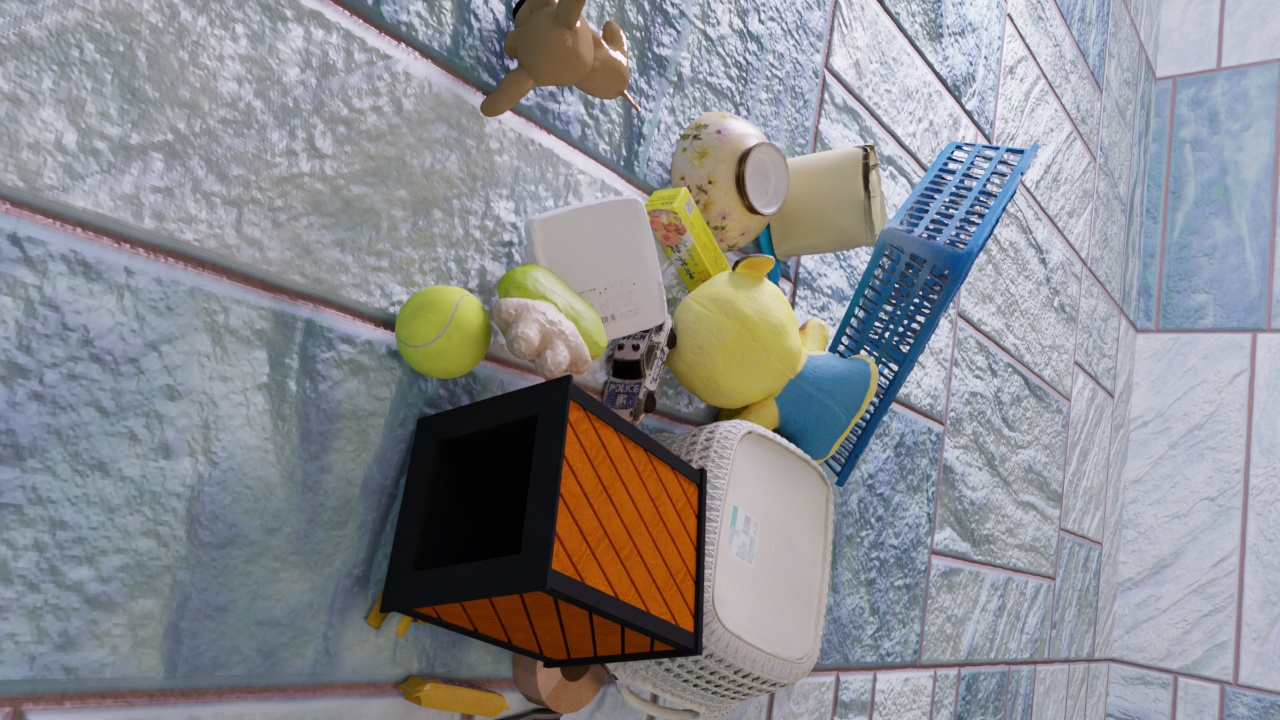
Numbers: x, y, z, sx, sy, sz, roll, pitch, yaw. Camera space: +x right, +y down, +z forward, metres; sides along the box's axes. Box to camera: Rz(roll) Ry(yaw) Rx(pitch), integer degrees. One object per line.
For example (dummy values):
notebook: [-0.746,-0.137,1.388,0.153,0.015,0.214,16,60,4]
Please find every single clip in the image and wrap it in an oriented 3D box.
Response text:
clip: [-0.160,0.170,0.645,0.046,0.048,0.054,33,62,-19]

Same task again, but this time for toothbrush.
toothbrush: [-0.119,0.282,0.709,0.167,0.013,0.013,19,84,-49]

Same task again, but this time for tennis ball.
tennis ball: [-0.136,-0.020,0.635,0.065,0.065,0.065,-2,93,-50]

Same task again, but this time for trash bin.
trash bin: [-0.058,0.124,0.649,0.171,0.140,0.139,38,46,-44]

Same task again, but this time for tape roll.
tape roll: [-0.062,0.242,0.764,0.093,0.027,0.094,-2,93,-50]

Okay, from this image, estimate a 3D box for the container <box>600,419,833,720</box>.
container: [0.068,0.171,0.792,0.184,0.144,0.250,30,53,-23]

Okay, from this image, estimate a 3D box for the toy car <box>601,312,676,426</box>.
toy car: [-0.005,0.005,0.809,0.040,0.049,0.112,38,63,-46]

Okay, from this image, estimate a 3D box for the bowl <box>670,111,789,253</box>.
bowl: [0.102,-0.179,0.910,0.145,0.063,0.145,-4,96,-44]

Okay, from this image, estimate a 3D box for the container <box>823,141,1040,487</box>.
container: [0.287,-0.058,1.011,0.256,0.089,0.363,-47,161,-39]

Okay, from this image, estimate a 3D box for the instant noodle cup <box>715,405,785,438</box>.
instant noodle cup: [0.127,0.046,0.942,0.100,0.100,0.112,44,66,-42]

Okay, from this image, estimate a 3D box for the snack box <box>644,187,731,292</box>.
snack box: [0.054,-0.100,0.884,0.148,0.040,0.028,56,51,-36]

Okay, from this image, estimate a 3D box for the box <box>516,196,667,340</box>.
box: [-0.044,-0.074,0.746,0.102,0.095,0.107,-16,103,-10]

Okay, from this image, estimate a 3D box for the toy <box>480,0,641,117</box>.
toy: [-0.055,-0.239,0.712,0.108,0.134,0.105,7,43,-50]

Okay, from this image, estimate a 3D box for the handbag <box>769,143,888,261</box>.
handbag: [0.204,-0.170,0.993,0.081,0.119,0.111,-20,103,-60]

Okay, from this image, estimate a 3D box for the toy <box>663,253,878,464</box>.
toy: [0.123,0.002,0.855,0.214,0.084,0.148,39,78,-14]

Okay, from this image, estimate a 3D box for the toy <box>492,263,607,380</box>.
toy: [-0.065,-0.023,0.644,0.092,0.043,0.117,41,23,-16]

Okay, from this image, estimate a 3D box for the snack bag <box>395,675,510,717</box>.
snack bag: [-0.136,0.248,0.676,0.099,0.026,0.020,33,67,-45]

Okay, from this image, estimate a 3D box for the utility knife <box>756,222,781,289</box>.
utility knife: [0.131,-0.142,0.996,0.031,0.015,0.175,-36,117,-40]
